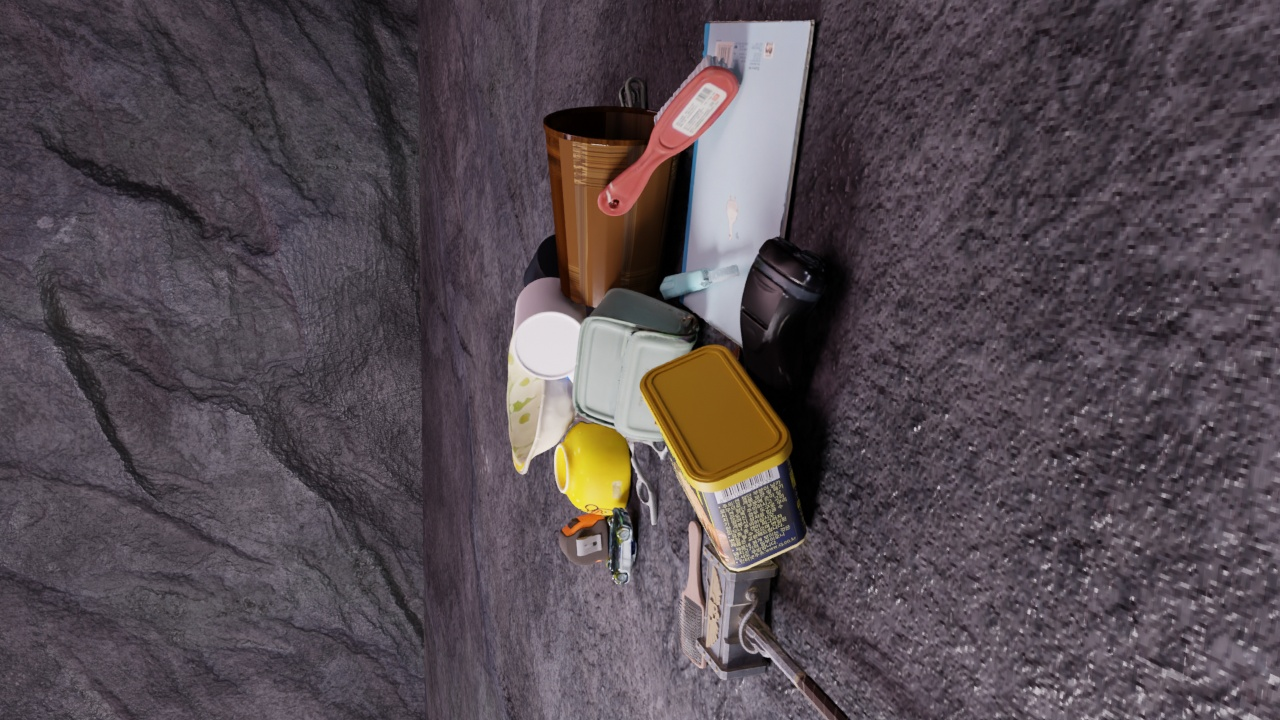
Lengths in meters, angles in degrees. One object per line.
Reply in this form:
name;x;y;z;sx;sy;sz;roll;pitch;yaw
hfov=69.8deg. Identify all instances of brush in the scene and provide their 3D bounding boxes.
brush;0.047;0.218;0.863;0.050;0.015;0.136;-167;76;-68
brush;0.019;-0.188;0.777;0.173;0.041;0.030;-43;36;36

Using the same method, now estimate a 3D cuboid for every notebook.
notebook;0.079;-0.147;0.756;0.181;0.009;0.254;-135;47;-62

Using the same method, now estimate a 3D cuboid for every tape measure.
tape measure;-0.067;0.217;1.108;0.038;0.058;0.058;-158;66;-68

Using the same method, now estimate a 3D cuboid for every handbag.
handbag;-0.005;0.005;0.859;0.067;0.106;0.122;-52;-24;-54

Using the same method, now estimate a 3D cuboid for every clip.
clip;-0.006;-0.256;0.957;0.042;0.023;0.075;159;106;-67

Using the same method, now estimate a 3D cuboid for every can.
can;0.063;0.072;0.683;0.135;0.075;0.104;-120;8;-52

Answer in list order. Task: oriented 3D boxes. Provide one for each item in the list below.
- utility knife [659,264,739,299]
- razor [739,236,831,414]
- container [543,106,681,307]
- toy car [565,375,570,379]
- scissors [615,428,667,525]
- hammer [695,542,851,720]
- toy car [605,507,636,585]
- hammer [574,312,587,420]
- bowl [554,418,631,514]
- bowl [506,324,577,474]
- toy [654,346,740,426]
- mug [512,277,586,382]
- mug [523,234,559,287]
utility knife;0.049;-0.070;0.804;0.166;0.015;0.022;177;89;-72
razor;0.103;-0.022;0.657;0.053;0.063;0.141;46;150;39
container;-0.027;-0.147;0.888;0.132;0.132;0.167;-125;33;-56
toy car;-0.048;0.000;0.992;0.062;0.033;0.092;52;136;37
scissors;-0.012;0.092;0.976;0.142;0.014;0.158;12;108;54
hammer;0.123;0.231;0.619;0.322;0.044;0.098;-146;57;-65
toy car;-0.020;0.206;1.023;0.039;0.027;0.090;-138;49;-66
hammer;-0.031;-0.018;1.029;0.315;0.035;0.137;155;112;-67
bowl;-0.061;0.123;1.070;0.117;0.067;0.117;177;90;-70
bowl;-0.114;0.027;1.105;0.188;0.060;0.219;-170;82;-70
toy;0.057;0.030;0.798;0.103;0.070;0.090;-64;12;8
mug;-0.081;-0.020;0.935;0.110;0.074;0.090;56;-170;-25
mug;-0.107;-0.097;1.156;0.078;0.071;0.105;137;143;-63
